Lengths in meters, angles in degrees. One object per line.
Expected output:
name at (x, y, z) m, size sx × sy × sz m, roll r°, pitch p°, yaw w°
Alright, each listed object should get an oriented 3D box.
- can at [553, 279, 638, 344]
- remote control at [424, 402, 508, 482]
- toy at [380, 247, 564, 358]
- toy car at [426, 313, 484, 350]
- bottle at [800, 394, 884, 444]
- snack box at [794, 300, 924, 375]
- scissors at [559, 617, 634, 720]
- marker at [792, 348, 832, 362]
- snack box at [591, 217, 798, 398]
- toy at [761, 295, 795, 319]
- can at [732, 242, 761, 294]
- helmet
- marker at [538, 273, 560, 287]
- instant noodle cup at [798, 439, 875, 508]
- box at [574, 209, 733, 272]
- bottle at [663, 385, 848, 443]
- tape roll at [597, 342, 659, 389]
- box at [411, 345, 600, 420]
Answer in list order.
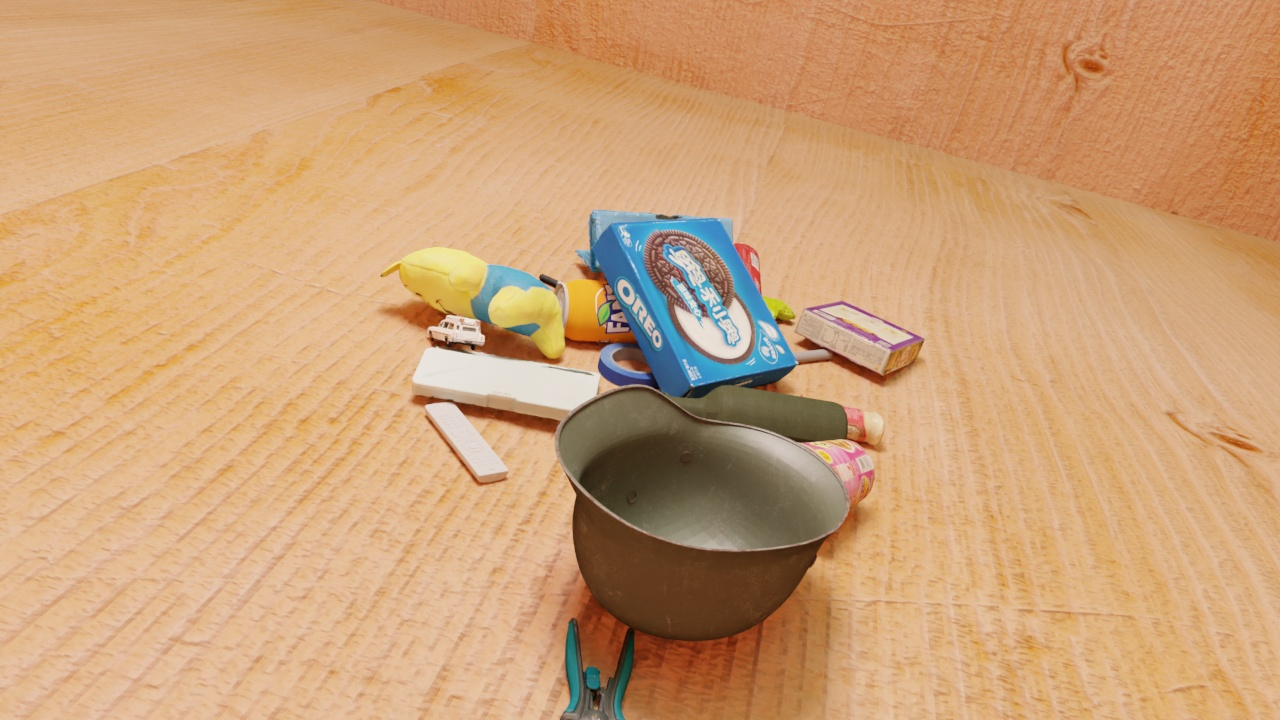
can at (-0.038, -0.063, 1.193) m, size 0.142 × 0.079 × 0.079 m, roll 3°, pitch 29°, yaw -21°
remote control at (-0.178, 0.081, 0.927) m, size 0.033 × 0.012 × 0.131 m, roll -6°, pitch 33°, yaw -37°
toy at (-0.196, -0.084, 1.120) m, size 0.214 × 0.084 × 0.149 m, roll 21°, pitch -11°, yaw 28°
toy car at (-0.215, -0.036, 1.067) m, size 0.039 × 0.039 × 0.113 m, roll 8°, pitch 3°, yaw -28°
bottle at (0.236, 0.073, 1.104) m, size 0.109 × 0.044 × 0.044 m, roll 12°, pitch 27°, yaw -6°
snack box at (0.320, -0.037, 1.334) m, size 0.143 × 0.041 × 0.147 m, roll 29°, pitch 23°, yaw 28°
scissors at (-0.034, 0.244, 0.678) m, size 0.127 × 0.019 × 0.153 m, roll -15°, pitch 40°, yaw -41°
marker at (0.211, -0.004, 1.267) m, size 0.140 × 0.016 × 0.016 m, roll -6°, pitch 33°, yaw -33°
snack box at (0.070, -0.068, 1.160) m, size 0.195 × 0.056 × 0.238 m, roll -11°, pitch 66°, yaw -40°
toy at (0.190, -0.078, 1.379) m, size 0.093 × 0.036 × 0.094 m, roll 8°, pitch 21°, yaw -17°
can at (0.141, -0.098, 1.320) m, size 0.067 × 0.067 × 0.169 m, roll 11°, pitch 43°, yaw -6°
helmet at (0.048, 0.140, 0.763) m, size 0.267 × 0.154 × 0.227 m, roll -11°, pitch 35°, yaw -38°
marker at (-0.084, -0.092, 1.305) m, size 0.152 × 0.011 × 0.011 m, roll 26°, pitch 29°, yaw 21°
instant noodle cup at (0.184, 0.124, 0.938) m, size 0.098 × 0.098 × 0.108 m, roll 33°, pitch 25°, yaw 33°
box at (0.020, -0.172, 1.407) m, size 0.231 × 0.094 × 0.102 m, roll -1°, pitch -2°, yaw -23°
bottle at (0.124, 0.067, 1.030) m, size 0.206 × 0.072 × 0.071 m, roll 9°, pitch 27°, yaw -9°
tape roll at (-0.007, 0.007, 1.144) m, size 0.093 × 0.016 × 0.091 m, roll 6°, pitch 28°, yaw -15°
box at (-0.144, 0.017, 1.025) m, size 0.197 × 0.049 × 0.136 m, roll 11°, pitch 20°, yaw -1°
